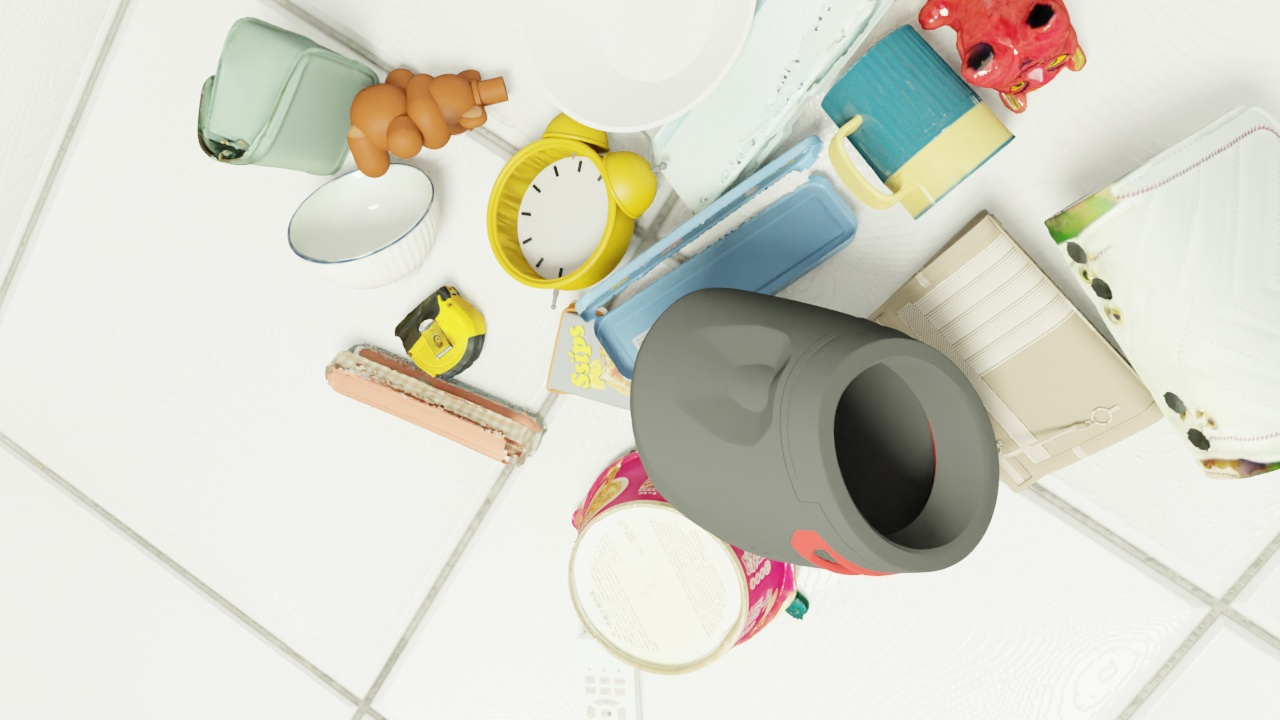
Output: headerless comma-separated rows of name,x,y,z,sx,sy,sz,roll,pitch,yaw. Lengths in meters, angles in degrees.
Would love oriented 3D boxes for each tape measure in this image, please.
tape measure,-0.161,-0.019,0.750,0.066,0.037,0.064,-38,88,15

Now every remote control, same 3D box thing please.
remote control,-0.025,0.293,0.769,0.050,0.024,0.143,-1,96,13

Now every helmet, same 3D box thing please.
helmet,0.097,0.048,0.609,0.170,0.264,0.164,-2,65,53

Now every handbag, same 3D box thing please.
handbag,0.231,0.023,0.667,0.198,0.062,0.175,-43,87,23
handbag,-0.272,-0.198,0.706,0.067,0.121,0.106,29,103,8
handbag,0.364,-0.039,0.580,0.142,0.096,0.198,-29,87,-11

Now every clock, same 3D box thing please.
clock,-0.052,-0.120,0.695,0.113,0.052,0.152,45,107,22

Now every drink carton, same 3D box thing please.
drink carton,-0.004,0.004,0.711,0.125,0.048,0.076,15,101,10

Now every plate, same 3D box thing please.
plate,0.003,-0.243,0.635,0.174,0.036,0.174,1,92,25

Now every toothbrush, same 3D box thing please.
toothbrush,0.060,0.139,0.732,0.190,0.017,0.016,41,107,4

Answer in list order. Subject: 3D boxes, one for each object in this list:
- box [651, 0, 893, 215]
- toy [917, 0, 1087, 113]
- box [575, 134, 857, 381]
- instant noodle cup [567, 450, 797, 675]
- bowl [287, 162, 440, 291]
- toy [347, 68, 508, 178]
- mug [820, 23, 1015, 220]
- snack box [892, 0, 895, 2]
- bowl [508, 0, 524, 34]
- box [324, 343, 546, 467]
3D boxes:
box,0.083,-0.190,0.626,0.200,0.066,0.083,-49,52,41
toy,0.247,-0.238,0.625,0.088,0.094,0.132,-24,64,42
box,0.059,-0.067,0.650,0.209,0.078,0.074,-35,79,0
instant noodle cup,0.021,0.160,0.700,0.179,0.077,0.179,5,104,19
bowl,-0.210,-0.096,0.726,0.118,0.117,0.062,-2,138,13
toy,-0.166,-0.192,0.719,0.127,0.065,0.094,-13,53,-1
mug,0.176,-0.154,0.621,0.113,0.083,0.107,-38,87,-22
snack box,0.143,-0.279,0.631,0.106,0.061,0.083,-31,90,15
bowl,-0.055,-0.286,0.686,0.110,0.040,0.110,2,98,13
box,-0.168,0.036,0.767,0.188,0.062,0.058,24,128,6
